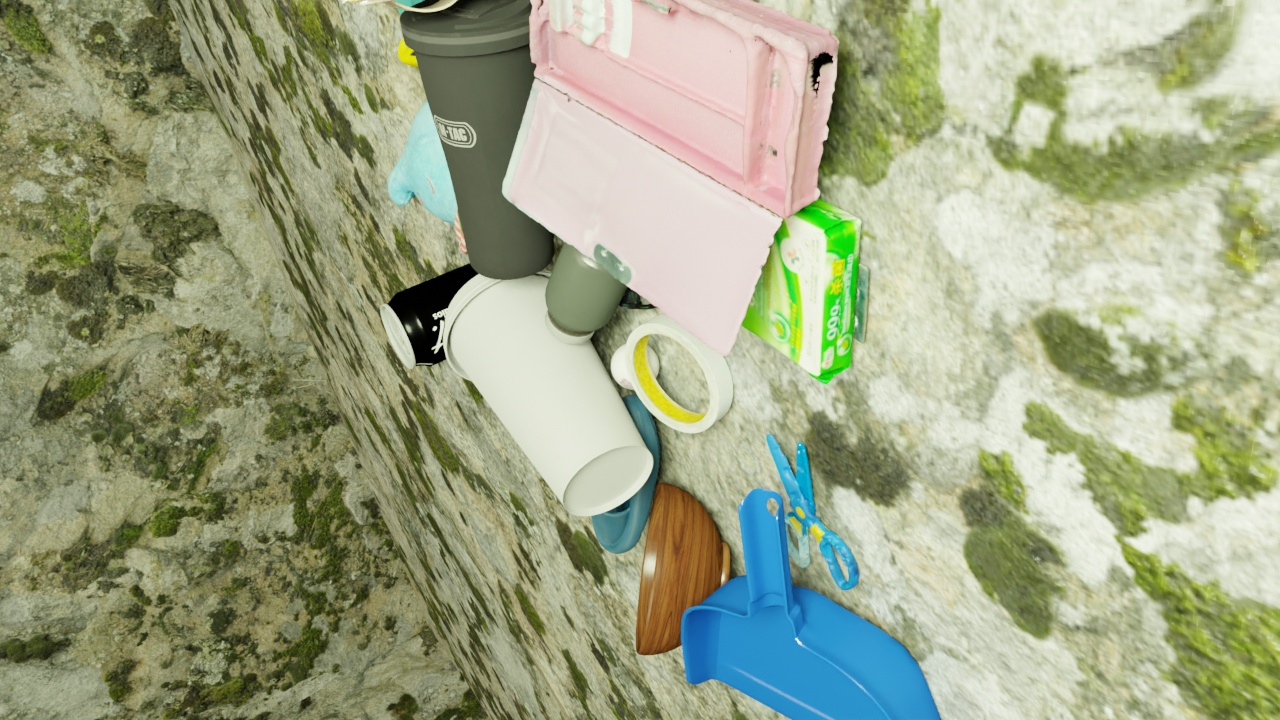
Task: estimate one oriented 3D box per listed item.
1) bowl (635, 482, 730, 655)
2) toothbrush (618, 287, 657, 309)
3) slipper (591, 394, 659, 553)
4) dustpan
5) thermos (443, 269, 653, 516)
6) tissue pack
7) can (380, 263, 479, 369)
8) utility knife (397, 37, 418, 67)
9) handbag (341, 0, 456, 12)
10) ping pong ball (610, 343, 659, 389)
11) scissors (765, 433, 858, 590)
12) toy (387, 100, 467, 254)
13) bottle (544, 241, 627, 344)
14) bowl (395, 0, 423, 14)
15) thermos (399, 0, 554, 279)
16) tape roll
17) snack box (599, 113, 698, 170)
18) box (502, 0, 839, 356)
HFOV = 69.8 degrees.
[{"bbox_3d":[0.040,0.183,0.796,0.147,0.069,0.147,-177,95,-88],"label":"bowl"},{"bbox_3d":[0.027,-0.043,0.685,0.188,0.014,0.017,12,117,60],"label":"toothbrush"},{"bbox_3d":[-0.025,0.114,0.866,0.214,0.059,0.103,109,151,-52],"label":"slipper"},{"bbox_3d":[0.114,0.198,0.663,0.246,0.059,0.258,15,123,43],"label":"dustpan"},{"bbox_3d":[-0.078,0.024,0.796,0.221,0.131,0.132,54,155,36],"label":"thermos"},{"bbox_3d":[0.086,-0.052,0.535,0.099,0.034,0.114,40,145,45],"label":"tissue pack"},{"bbox_3d":[-0.180,-0.052,0.930,0.080,0.145,0.080,46,151,35],"label":"can"},{"bbox_3d":[-0.152,-0.263,0.784,0.187,0.020,0.029,20,98,41],"label":"utility knife"},{"bbox_3d":[-0.168,-0.318,0.574,0.101,0.197,0.195,31,140,50],"label":"handbag"},{"bbox_3d":[-0.005,0.004,0.763,0.040,0.040,0.040,46,151,35],"label":"ping pong ball"},{"bbox_3d":[0.114,0.105,0.665,0.097,0.020,0.132,-13,104,62],"label":"scissors"},{"bbox_3d":[-0.179,-0.172,0.861,0.181,0.114,0.183,134,129,-71],"label":"toy"},{"bbox_3d":[-0.042,-0.061,0.729,0.060,0.060,0.109,55,144,19],"label":"bottle"},{"bbox_3d":[-0.189,-0.329,0.792,0.121,0.046,0.121,45,150,35],"label":"bowl"},{"bbox_3d":[-0.114,-0.174,0.715,0.106,0.105,0.219,40,145,43],"label":"thermos"},{"bbox_3d":[0.028,0.011,0.702,0.094,0.019,0.094,28,135,33],"label":"tape roll"},{"bbox_3d":[0.009,-0.148,0.586,0.075,0.025,0.153,59,151,11],"label":"snack box"},{"bbox_3d":[0.004,-0.133,0.528,0.233,0.050,0.181,40,132,36],"label":"box"}]
